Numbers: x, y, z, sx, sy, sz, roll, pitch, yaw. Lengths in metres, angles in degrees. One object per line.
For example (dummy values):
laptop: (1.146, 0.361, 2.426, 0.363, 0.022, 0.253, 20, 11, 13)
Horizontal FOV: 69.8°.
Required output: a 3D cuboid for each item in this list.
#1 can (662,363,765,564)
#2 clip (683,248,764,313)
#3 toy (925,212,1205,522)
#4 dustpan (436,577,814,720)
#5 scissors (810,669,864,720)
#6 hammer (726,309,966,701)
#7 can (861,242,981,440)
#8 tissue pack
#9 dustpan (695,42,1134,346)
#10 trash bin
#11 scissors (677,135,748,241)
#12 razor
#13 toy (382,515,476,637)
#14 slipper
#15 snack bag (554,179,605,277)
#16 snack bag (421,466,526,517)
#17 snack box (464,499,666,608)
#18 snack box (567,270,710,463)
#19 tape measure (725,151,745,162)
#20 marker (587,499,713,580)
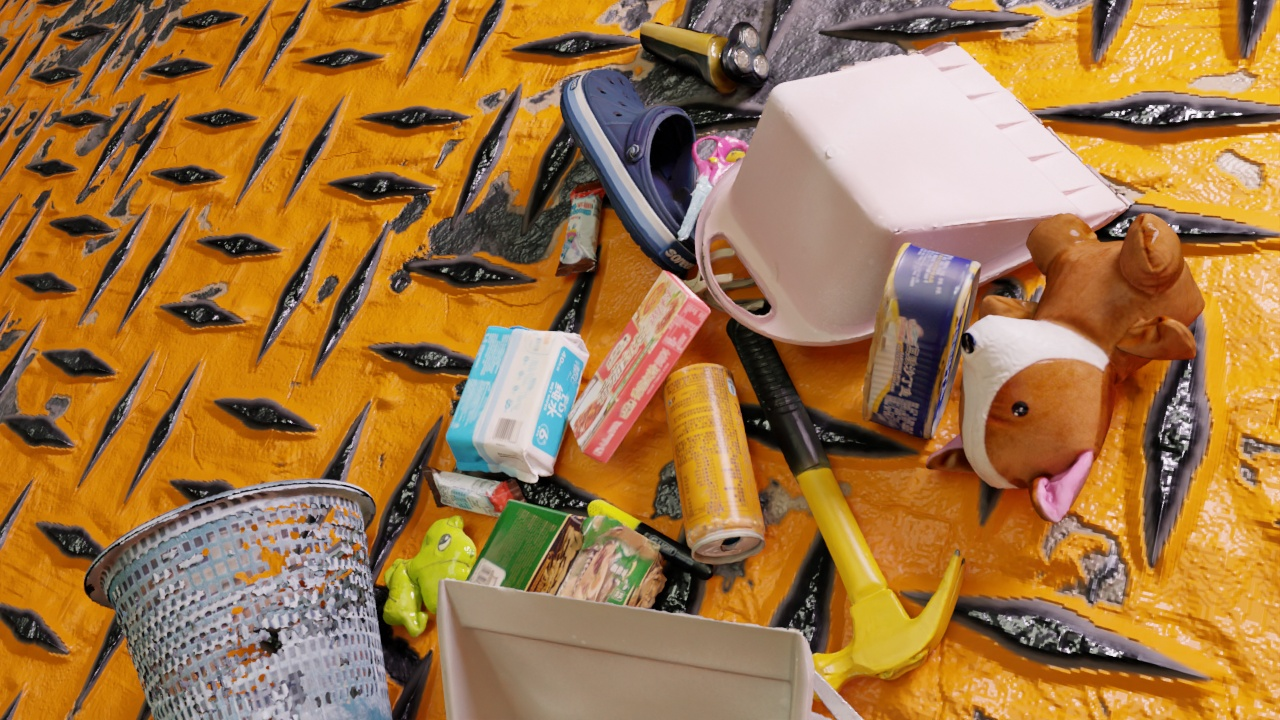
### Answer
can: (0.054, 0.076, 0.697, 0.058, 0.058, 0.145, -20, 57, 18)
clip: (0.053, -0.067, 0.772, 0.102, 0.094, 0.035, 4, 66, 18)
toy: (0.265, -0.001, 0.586, 0.199, 0.130, 0.140, -60, 15, 1)
dustpan: (-0.015, 0.276, 0.531, 0.223, 0.258, 0.142, 3, 40, 19)
scissors: (0.149, 0.250, 0.559, 0.166, 0.012, 0.155, -4, 70, 15)
hammer: (0.127, 0.083, 0.669, 0.129, 0.033, 0.300, -29, 54, 12)
can: (0.186, -0.009, 0.615, 0.049, 0.148, 0.074, 19, 50, 23)
tissue pack: (-0.106, 0.035, 0.804, 0.090, 0.063, 0.139, 6, 70, 30)
dustpan: (0.186, -0.125, 0.724, 0.273, 0.139, 0.222, -10, 53, -22)
trash bin: (-0.296, 0.233, 0.728, 0.227, 0.226, 0.195, -31, 67, 11)
scissors: (0.056, -0.149, 0.786, 0.054, 0.017, 0.133, 16, 56, 12)
razor: (0.058, -0.311, 0.911, 0.167, 0.062, 0.068, 36, 116, 43)
toy: (-0.179, 0.185, 0.785, 0.100, 0.031, 0.096, -19, 61, 24)
slipper: (0.005, -0.192, 0.839, 0.095, 0.105, 0.252, -34, 55, 18)
snack bag: (-0.056, -0.128, 0.889, 0.045, 0.026, 0.105, -4, 65, 24)
snack bag: (-0.144, 0.116, 0.797, 0.104, 0.048, 0.026, 4, 34, 34)
snack box: (-0.063, 0.165, 0.680, 0.106, 0.117, 0.118, 17, 74, 39)
snack box: (-0.004, 0.004, 0.746, 0.153, 0.025, 0.075, -56, 23, 11)
tape measure: (0.094, -0.163, 0.823, 0.060, 0.029, 0.057, 20, 76, 36)
marker: (0.006, 0.139, 0.717, 0.124, 0.015, 0.018, 23, 82, 34)
